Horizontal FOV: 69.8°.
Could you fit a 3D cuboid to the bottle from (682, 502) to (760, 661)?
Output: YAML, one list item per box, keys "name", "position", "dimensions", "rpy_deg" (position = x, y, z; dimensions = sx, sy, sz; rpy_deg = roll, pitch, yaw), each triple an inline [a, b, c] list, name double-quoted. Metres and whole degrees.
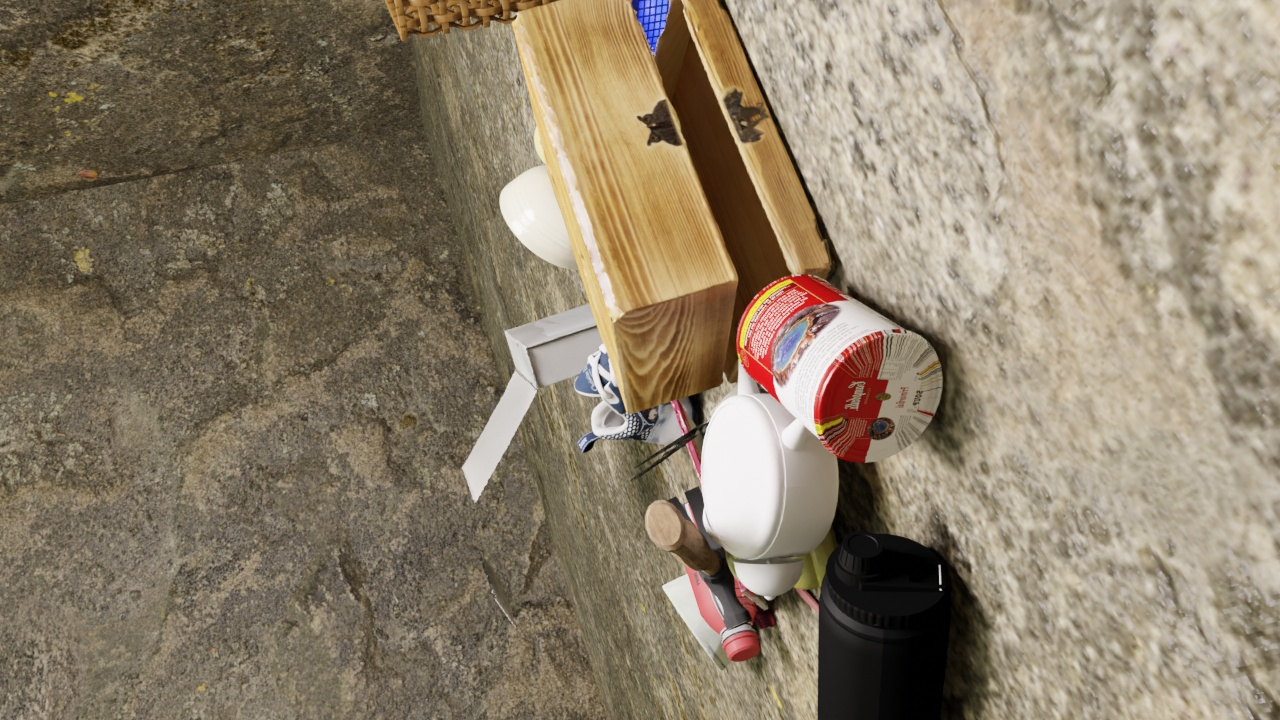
- name: "bottle"
  position: [0.085, 0.237, 0.994]
  dimensions: [0.062, 0.062, 0.176]
  rpy_deg: [92, 164, -49]

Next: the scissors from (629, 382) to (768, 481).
- name: "scissors"
  position: [0.064, 0.044, 0.766]
  dimensions: [0.012, 0.162, 0.155]
  rpy_deg: [50, 121, 22]

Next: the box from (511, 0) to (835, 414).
- name: "box"
  position: [0.014, -0.126, 0.779]
  dimensions: [0.245, 0.168, 0.279]
  rpy_deg: [94, 157, -69]

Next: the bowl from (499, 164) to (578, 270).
- name: "bowl"
  position: [-0.098, -0.198, 1.181]
  dimensions: [0.076, 0.150, 0.150]
  rpy_deg: [-45, 53, 33]

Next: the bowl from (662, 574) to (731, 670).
- name: "bowl"
  position: [0.082, 0.292, 1.064]
  dimensions: [0.117, 0.061, 0.117]
  rpy_deg: [53, 175, 7]

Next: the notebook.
- name: "notebook"
  position: [0.081, 0.148, 0.945]
  dimensions: [0.153, 0.012, 0.208]
  rpy_deg: [55, -167, -65]

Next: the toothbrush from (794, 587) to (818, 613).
- name: "toothbrush"
  position: [0.152, 0.219, 0.854]
  dimensions: [0.184, 0.015, 0.015]
  rpy_deg: [-124, 18, -57]

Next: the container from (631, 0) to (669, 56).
- name: "container"
  position: [-0.001, -0.324, 0.803]
  dimensions: [0.114, 0.058, 0.096]
  rpy_deg: [98, 153, -57]

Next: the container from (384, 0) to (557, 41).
- name: "container"
  position: [-0.211, -0.541, 1.067]
  dimensions: [0.251, 0.214, 0.220]
  rpy_deg: [-119, 20, -44]

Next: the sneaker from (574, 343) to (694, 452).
- name: "sneaker"
  position: [-0.006, 0.006, 0.993]
  dimensions: [0.270, 0.132, 0.103]
  rpy_deg: [98, 156, -47]

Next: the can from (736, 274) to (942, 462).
- name: "can"
  position: [0.125, 0.002, 0.594]
  dimensions: [0.116, 0.086, 0.087]
  rpy_deg: [-130, 29, -60]

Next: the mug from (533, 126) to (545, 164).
- name: "mug"
  position: [-0.074, -0.285, 1.095]
  dimensions: [0.107, 0.083, 0.113]
  rpy_deg: [-162, 86, -73]

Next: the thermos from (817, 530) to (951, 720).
- name: "thermos"
  position: [0.167, 0.204, 0.637]
  dimensions: [0.086, 0.086, 0.199]
  rpy_deg: [-127, 26, -56]

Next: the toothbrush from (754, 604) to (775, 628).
- name: "toothbrush"
  position: [0.107, 0.258, 1.057]
  dimensions: [0.190, 0.016, 0.016]
  rpy_deg: [-143, 40, -67]

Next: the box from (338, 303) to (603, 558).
- name: "box"
  position: [-0.197, 0.072, 1.184]
  dimensions: [0.119, 0.478, 0.166]
  rpy_deg: [51, 173, -17]

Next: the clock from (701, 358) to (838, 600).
- name: "clock"
  position: [0.103, 0.091, 0.708]
  dimensions: [0.125, 0.072, 0.161]
  rpy_deg: [-129, 44, -59]

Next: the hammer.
- name: "hammer"
  position: [0.044, 0.157, 0.782]
  dimensions: [0.305, 0.040, 0.132]
  rpy_deg: [58, -172, -69]

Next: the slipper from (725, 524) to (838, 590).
- name: "slipper"
  position: [0.112, 0.154, 0.816]
  dimensions: [0.191, 0.081, 0.091]
  rpy_deg: [172, 86, -78]
